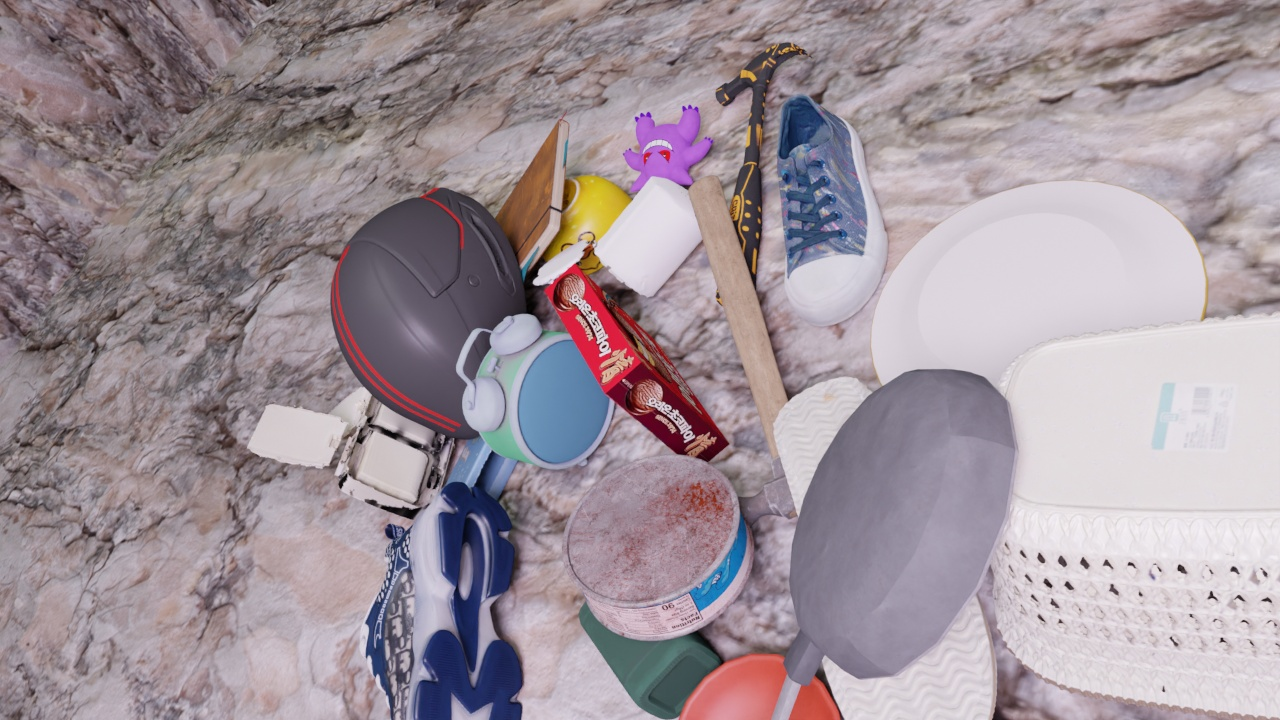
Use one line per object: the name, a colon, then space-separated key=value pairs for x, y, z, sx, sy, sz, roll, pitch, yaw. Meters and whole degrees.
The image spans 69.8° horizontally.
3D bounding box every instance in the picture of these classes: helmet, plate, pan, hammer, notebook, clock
helmet: x=-0.214 y=-0.045 z=0.905 sx=0.165 sy=0.169 sz=0.264 roll=-37 pitch=76 yaw=46
plate: x=0.272 y=-0.043 z=0.659 sx=0.230 sy=0.021 sz=0.229 roll=-22 pitch=47 yaw=26
pan: x=0.094 y=0.162 z=0.518 sx=0.178 sy=0.041 sz=0.357 roll=-111 pitch=46 yaw=-79
hammer: x=0.109 y=-0.186 z=0.891 sx=0.124 sy=0.036 sz=0.319 roll=-24 pitch=46 yaw=42
notebook: x=-0.137 y=-0.129 z=0.996 sx=0.250 sy=0.014 sz=0.178 roll=-45 pitch=34 yaw=43
hammer: x=0.089 y=-0.026 z=0.760 sx=0.119 sy=0.030 sz=0.330 roll=-26 pitch=54 yaw=19
clock: x=-0.099 y=0.024 z=0.811 sx=0.075 sy=0.161 sz=0.121 roll=9 pitch=70 yaw=43

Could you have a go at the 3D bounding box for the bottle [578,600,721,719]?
bottle: x=-0.004 y=0.194 z=0.679 sx=0.061 sy=0.061 sz=0.131 roll=-46 pitch=41 yaw=-2

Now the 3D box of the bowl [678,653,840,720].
bowl: x=0.079 y=0.253 z=0.584 sx=0.122 sy=0.035 sz=0.121 roll=-22 pitch=47 yaw=26

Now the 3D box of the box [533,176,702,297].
box: x=-0.017 y=-0.110 z=0.889 sx=0.163 sy=0.112 sz=0.084 roll=-51 pitch=22 yaw=15

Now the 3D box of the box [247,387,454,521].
box: x=-0.282 y=0.086 z=0.933 sx=0.145 sy=0.185 sz=0.096 roll=-82 pitch=8 yaw=-45

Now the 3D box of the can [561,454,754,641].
can: x=0.012 y=0.130 z=0.653 sx=0.130 sy=0.044 sz=0.129 roll=-14 pitch=40 yaw=12

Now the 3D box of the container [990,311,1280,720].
container: x=0.293 y=0.071 z=0.463 sx=0.247 sy=0.143 sz=0.184 roll=-8 pitch=42 yaw=36

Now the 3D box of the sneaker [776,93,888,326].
sneaker: x=0.155 y=-0.140 z=0.788 sx=0.088 sy=0.079 sz=0.235 roll=-18 pitch=49 yaw=30

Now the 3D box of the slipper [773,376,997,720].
slipper: x=0.153 y=0.131 z=0.603 sx=0.115 sy=0.052 sz=0.262 roll=-27 pitch=51 yaw=21

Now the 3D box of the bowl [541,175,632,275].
bowl: x=-0.070 y=-0.155 z=0.999 sx=0.117 sy=0.067 sz=0.117 roll=-22 pitch=47 yaw=26

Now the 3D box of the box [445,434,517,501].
box: x=-0.181 y=0.138 z=0.884 sx=0.066 sy=0.049 sz=0.209 roll=7 pitch=64 yaw=46

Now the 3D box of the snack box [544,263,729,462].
snack box: x=-0.005 y=0.005 z=0.772 sx=0.036 sy=0.132 sz=0.152 roll=-41 pitch=42 yaw=7

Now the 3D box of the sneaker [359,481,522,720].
sneaker: x=-0.180 y=0.242 z=0.758 sx=0.133 sy=0.103 sz=0.268 roll=-25 pitch=52 yaw=30

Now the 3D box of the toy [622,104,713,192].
toy: x=0.029 y=-0.216 z=0.974 sx=0.106 sy=0.056 sz=0.088 roll=-1 pitch=62 yaw=28
